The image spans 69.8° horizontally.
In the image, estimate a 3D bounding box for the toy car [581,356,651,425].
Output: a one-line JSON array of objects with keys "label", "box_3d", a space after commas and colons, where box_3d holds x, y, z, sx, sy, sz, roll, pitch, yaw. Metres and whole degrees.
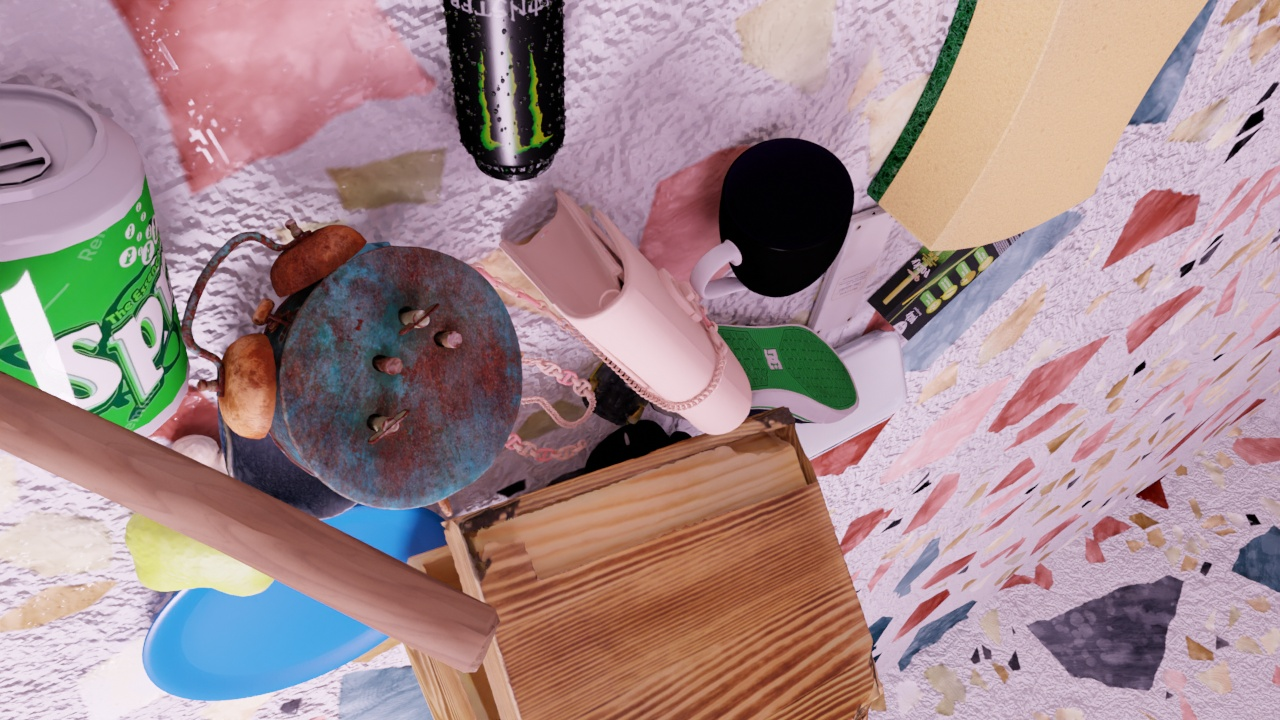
[{"label": "toy car", "box_3d": [-0.004, 0.004, 0.678, 0.107, 0.049, 0.030, -54, -172, 28]}]

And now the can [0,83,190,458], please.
[{"label": "can", "box_3d": [-0.235, -0.029, 0.364, 0.087, 0.087, 0.140, -18, 143, -29]}]

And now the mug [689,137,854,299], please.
[{"label": "mug", "box_3d": [0.082, -0.077, 0.617, 0.118, 0.085, 0.100, -37, 161, -11]}]

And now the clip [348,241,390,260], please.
[{"label": "clip", "box_3d": [-0.144, 0.013, 0.486, 0.119, 0.033, 0.121, -50, 126, -27]}]

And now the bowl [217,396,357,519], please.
[{"label": "bowl", "box_3d": [-0.185, 0.028, 0.501, 0.110, 0.055, 0.110, -5, 97, -47]}]

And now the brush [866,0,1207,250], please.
[{"label": "brush", "box_3d": [0.293, -0.207, 0.665, 0.194, 0.075, 0.251, -19, 144, -27]}]

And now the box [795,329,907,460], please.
[{"label": "box", "box_3d": [0.169, 0.070, 0.916, 0.210, 0.084, 0.186, -23, 140, -21]}]

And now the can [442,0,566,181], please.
[{"label": "can", "box_3d": [-0.061, -0.148, 0.413, 0.053, 0.054, 0.138, -24, 146, -21]}]

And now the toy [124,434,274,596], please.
[{"label": "toy", "box_3d": [-0.250, 0.092, 0.538, 0.092, 0.046, 0.115, 9, 118, -19]}]

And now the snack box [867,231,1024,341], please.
[{"label": "snack box", "box_3d": [0.287, -0.088, 0.860, 0.148, 0.025, 0.080, -45, 147, 13]}]

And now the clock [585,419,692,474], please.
[{"label": "clock", "box_3d": [0.003, 0.097, 0.803, 0.091, 0.042, 0.120, -48, 147, 17]}]

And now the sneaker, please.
[{"label": "sneaker", "box_3d": [0.097, 0.020, 0.772, 0.234, 0.084, 0.079, 7, 150, -45]}]

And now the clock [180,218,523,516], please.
[{"label": "clock", "box_3d": [-0.130, 0.000, 0.431, 0.157, 0.073, 0.121, 33, 72, -33]}]

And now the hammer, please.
[{"label": "hammer", "box_3d": [-0.197, 0.020, 0.295, 0.098, 0.328, 0.052, 113, 2, -46]}]

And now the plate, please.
[{"label": "plate", "box_3d": [-0.245, 0.172, 0.675, 0.224, 0.024, 0.225, -25, 146, -18]}]

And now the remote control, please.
[{"label": "remote control", "box_3d": [0.178, -0.075, 0.784, 0.050, 0.011, 0.136, -21, 145, -25]}]

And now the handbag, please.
[{"label": "handbag", "box_3d": [-0.036, 0.021, 0.567, 0.187, 0.116, 0.198, -43, 138, 6]}]

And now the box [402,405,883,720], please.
[{"label": "box", "box_3d": [0.014, 0.200, 0.635, 0.278, 0.258, 0.221, -13, 151, -35]}]
